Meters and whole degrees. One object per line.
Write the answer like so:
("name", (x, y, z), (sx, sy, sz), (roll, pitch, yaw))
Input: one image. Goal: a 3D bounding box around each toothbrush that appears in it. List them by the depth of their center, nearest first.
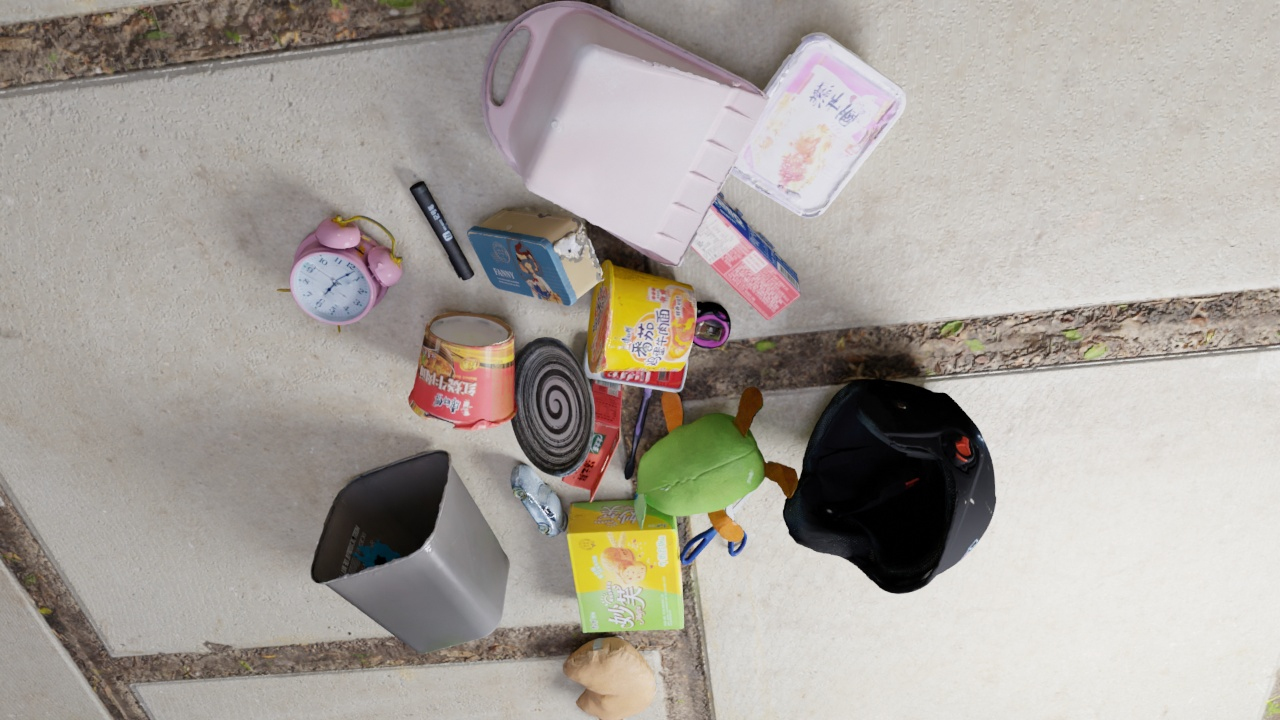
("toothbrush", (-0.001, 0.086, 1.259), (0.014, 0.016, 0.189), (9, 119, -7))

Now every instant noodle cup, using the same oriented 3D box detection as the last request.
("instant noodle cup", (0.185, -0.259, 1.005), (0.138, 0.060, 0.174), (28, 118, -15))
("instant noodle cup", (0.001, -0.046, 1.109), (0.109, 0.137, 0.138), (8, 122, -12))
("instant noodle cup", (-0.217, 0.007, 1.152), (0.138, 0.137, 0.109), (9, 113, -4))

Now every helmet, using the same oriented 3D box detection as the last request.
("helmet", (0.325, 0.150, 1.140), (0.229, 0.274, 0.234), (-3, 137, -28))

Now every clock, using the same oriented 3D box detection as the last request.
("clock", (-0.358, -0.112, 1.117), (0.117, 0.059, 0.159), (38, 114, -20))

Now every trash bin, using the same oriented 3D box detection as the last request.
("trash bin", (-0.308, 0.280, 1.293), (0.199, 0.198, 0.220), (-18, 126, 14))

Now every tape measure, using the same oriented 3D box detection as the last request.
("tape measure", (0.085, -0.043, 1.155), (0.058, 0.039, 0.057), (12, 122, -5))

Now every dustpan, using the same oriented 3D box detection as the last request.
("dustpan", (-0.032, -0.263, 1.004), (0.273, 0.138, 0.223), (18, 118, -26))

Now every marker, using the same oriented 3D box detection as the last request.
("marker", (-0.239, -0.155, 1.110), (0.022, 0.020, 0.132), (0, 129, 37))

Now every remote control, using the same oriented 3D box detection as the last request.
("remote control", (-0.007, 0.007, 1.198), (0.136, 0.020, 0.056), (10, 118, -2))

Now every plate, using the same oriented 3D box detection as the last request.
("plate", (-0.109, 0.059, 1.167), (0.024, 0.179, 0.180), (-6, 132, -42))

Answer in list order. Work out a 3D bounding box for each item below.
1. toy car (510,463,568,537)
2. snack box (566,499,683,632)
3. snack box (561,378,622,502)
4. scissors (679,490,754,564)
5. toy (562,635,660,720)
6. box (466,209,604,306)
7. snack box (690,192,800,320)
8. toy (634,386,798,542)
("toy car", (-0.143, 0.198, 1.307), (0.037, 0.054, 0.120), (-23, 117, 19))
("snack box", (-0.019, 0.307, 1.362), (0.158, 0.070, 0.210), (-3, 122, 4))
("snack box", (-0.063, 0.101, 1.200), (0.044, 0.127, 0.113), (18, 120, -10))
("scissors", (0.122, 0.236, 1.317), (0.176, 0.012, 0.162), (-40, 137, -6))
("toy", (-0.039, 0.544, 1.512), (0.143, 0.082, 0.226), (-6, 125, 12))
("box", (-0.126, -0.122, 1.054), (0.184, 0.059, 0.090), (12, 135, 47))
("snack box", (0.103, -0.140, 1.084), (0.058, 0.057, 0.207), (-38, 114, 25))
("toy", (0.089, 0.140, 1.230), (0.247, 0.089, 0.227), (-25, 87, 31))
